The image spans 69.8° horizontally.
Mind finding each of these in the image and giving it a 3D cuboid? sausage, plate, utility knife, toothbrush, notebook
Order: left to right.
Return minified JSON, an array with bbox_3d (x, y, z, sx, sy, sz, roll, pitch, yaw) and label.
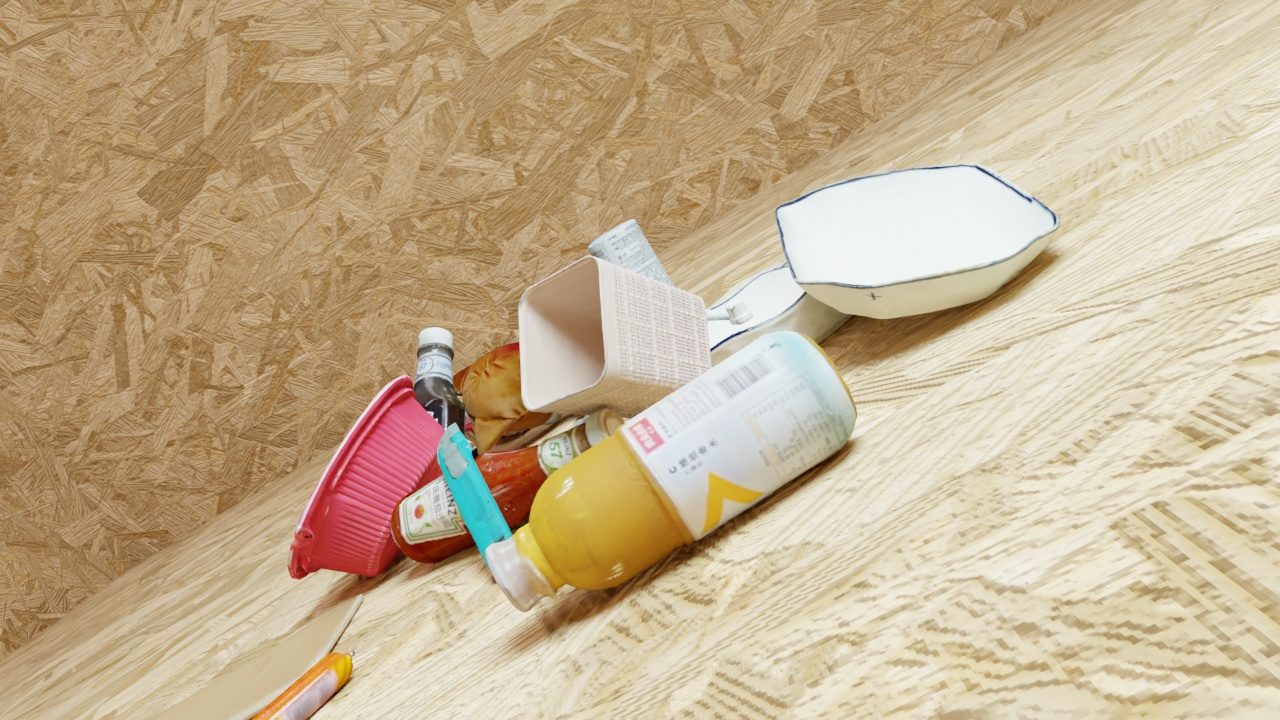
[{"bbox_3d":[-0.308,0.251,0.663,0.211,0.012,0.149,-31,7,1],"label":"notebook"},{"bbox_3d":[-0.221,0.217,0.509,0.022,0.021,0.164,-23,11,43],"label":"sausage"},{"bbox_3d":[-0.113,0.091,0.623,0.029,0.012,0.151,-45,42,4],"label":"utility knife"},{"bbox_3d":[0.055,-0.039,0.729,0.016,0.016,0.180,-30,8,-7],"label":"toothbrush"},{"bbox_3d":[0.096,-0.030,0.749,0.205,0.045,0.204,-32,8,5],"label":"plate"},{"bbox_3d":[0.179,-0.086,0.631,0.162,0.034,0.265,-12,21,8],"label":"plate"}]

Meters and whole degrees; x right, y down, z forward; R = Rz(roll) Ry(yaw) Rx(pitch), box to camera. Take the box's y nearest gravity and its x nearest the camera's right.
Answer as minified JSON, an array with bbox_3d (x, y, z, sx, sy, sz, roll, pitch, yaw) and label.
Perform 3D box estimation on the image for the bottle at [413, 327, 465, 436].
[{"bbox_3d":[-0.210,0.057,0.924,0.080,0.044,0.194,-25,54,32],"label":"bottle"}]

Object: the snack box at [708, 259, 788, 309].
[{"bbox_3d":[0.102,-0.055,0.932,0.077,0.027,0.155,-25,10,39],"label":"snack box"}]

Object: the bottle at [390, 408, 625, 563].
[{"bbox_3d":[-0.095,0.090,0.664,0.207,0.060,0.059,-29,9,28],"label":"bottle"}]

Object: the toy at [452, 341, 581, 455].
[{"bbox_3d":[-0.103,0.013,0.961,0.199,0.130,0.140,-33,41,-6],"label":"toy"}]

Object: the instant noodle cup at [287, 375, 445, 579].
[{"bbox_3d":[-0.218,0.110,0.781,0.194,0.066,0.194,-64,1,1],"label":"instant noodle cup"}]

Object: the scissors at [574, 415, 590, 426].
[{"bbox_3d":[-0.001,0.003,0.880,0.174,0.012,0.124,-49,-6,37],"label":"scissors"}]

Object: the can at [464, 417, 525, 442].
[{"bbox_3d":[-0.174,0.067,1.105,0.053,0.053,0.133,-36,10,-30],"label":"can"}]

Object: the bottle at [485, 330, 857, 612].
[{"bbox_3d":[0.013,0.057,0.450,0.189,0.068,0.068,-32,8,-3],"label":"bottle"}]

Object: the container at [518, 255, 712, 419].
[{"bbox_3d":[-0.014,-0.009,0.643,0.110,0.089,0.090,11,-24,-42],"label":"container"}]

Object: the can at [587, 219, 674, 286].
[{"bbox_3d":[0.005,-0.071,0.956,0.058,0.147,0.058,-31,9,5],"label":"can"}]

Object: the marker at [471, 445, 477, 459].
[{"bbox_3d":[-0.199,0.114,1.066,0.018,0.015,0.123,-29,6,8],"label":"marker"}]
